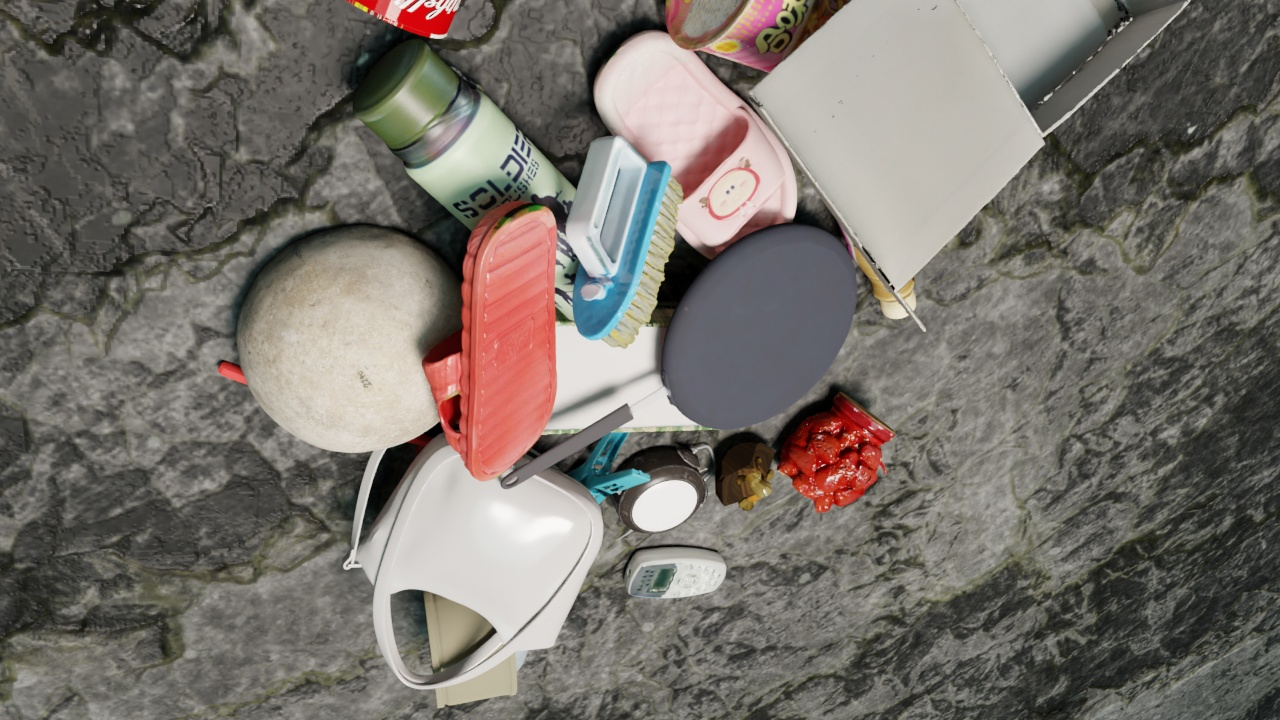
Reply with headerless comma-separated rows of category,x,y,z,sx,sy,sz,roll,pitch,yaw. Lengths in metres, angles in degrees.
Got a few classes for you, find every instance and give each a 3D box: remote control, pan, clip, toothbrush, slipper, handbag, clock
remote control,0.039,0.231,1.000,0.114,0.028,0.060,7,121,-26
pan,0.041,0.016,0.769,0.356,0.021,0.199,-30,133,-13
clip,-0.040,0.118,0.853,0.027,0.102,0.120,29,124,-32
toothbrush,-0.246,0.048,0.760,0.212,0.012,0.018,27,112,-35
slipper,-0.109,-0.010,0.659,0.103,0.059,0.249,-41,151,-40
handbag,-0.158,0.176,0.790,0.215,0.095,0.223,29,94,-13
slipper,0.050,-0.156,0.699,0.107,0.055,0.221,-41,128,8
clock,0.023,0.130,0.908,0.122,0.043,0.091,-22,130,-5

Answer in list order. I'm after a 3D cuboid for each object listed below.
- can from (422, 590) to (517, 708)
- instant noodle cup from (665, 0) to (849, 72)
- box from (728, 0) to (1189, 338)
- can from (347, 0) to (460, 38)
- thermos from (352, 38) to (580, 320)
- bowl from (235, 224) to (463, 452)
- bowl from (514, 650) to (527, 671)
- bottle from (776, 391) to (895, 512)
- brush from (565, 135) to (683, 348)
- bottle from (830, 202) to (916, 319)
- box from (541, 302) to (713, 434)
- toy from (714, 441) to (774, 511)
can,-0.165,0.260,0.877,0.073,0.127,0.128,-7,127,-15
instant noodle cup,0.089,-0.243,0.632,0.108,0.097,0.098,11,120,-38
box,0.210,-0.197,0.612,0.368,0.098,0.166,-44,105,-13
can,-0.129,-0.261,0.528,0.086,0.086,0.117,17,118,-31
thermos,-0.097,-0.125,0.653,0.082,0.082,0.231,-40,129,10
bowl,-0.203,-0.004,0.672,0.178,0.081,0.178,-6,110,-16
bowl,-0.166,0.313,0.972,0.106,0.039,0.106,-11,128,-14
bottle,0.198,0.096,0.930,0.099,0.099,0.111,31,99,-36
brush,-0.020,-0.079,0.637,0.075,0.055,0.135,32,67,-48
bottle,0.209,-0.103,0.799,0.059,0.059,0.166,-30,131,1
box,-0.005,0.005,0.802,0.205,0.051,0.118,-2,121,-22
toy,0.110,0.124,0.932,0.076,0.062,0.100,-44,143,-15
